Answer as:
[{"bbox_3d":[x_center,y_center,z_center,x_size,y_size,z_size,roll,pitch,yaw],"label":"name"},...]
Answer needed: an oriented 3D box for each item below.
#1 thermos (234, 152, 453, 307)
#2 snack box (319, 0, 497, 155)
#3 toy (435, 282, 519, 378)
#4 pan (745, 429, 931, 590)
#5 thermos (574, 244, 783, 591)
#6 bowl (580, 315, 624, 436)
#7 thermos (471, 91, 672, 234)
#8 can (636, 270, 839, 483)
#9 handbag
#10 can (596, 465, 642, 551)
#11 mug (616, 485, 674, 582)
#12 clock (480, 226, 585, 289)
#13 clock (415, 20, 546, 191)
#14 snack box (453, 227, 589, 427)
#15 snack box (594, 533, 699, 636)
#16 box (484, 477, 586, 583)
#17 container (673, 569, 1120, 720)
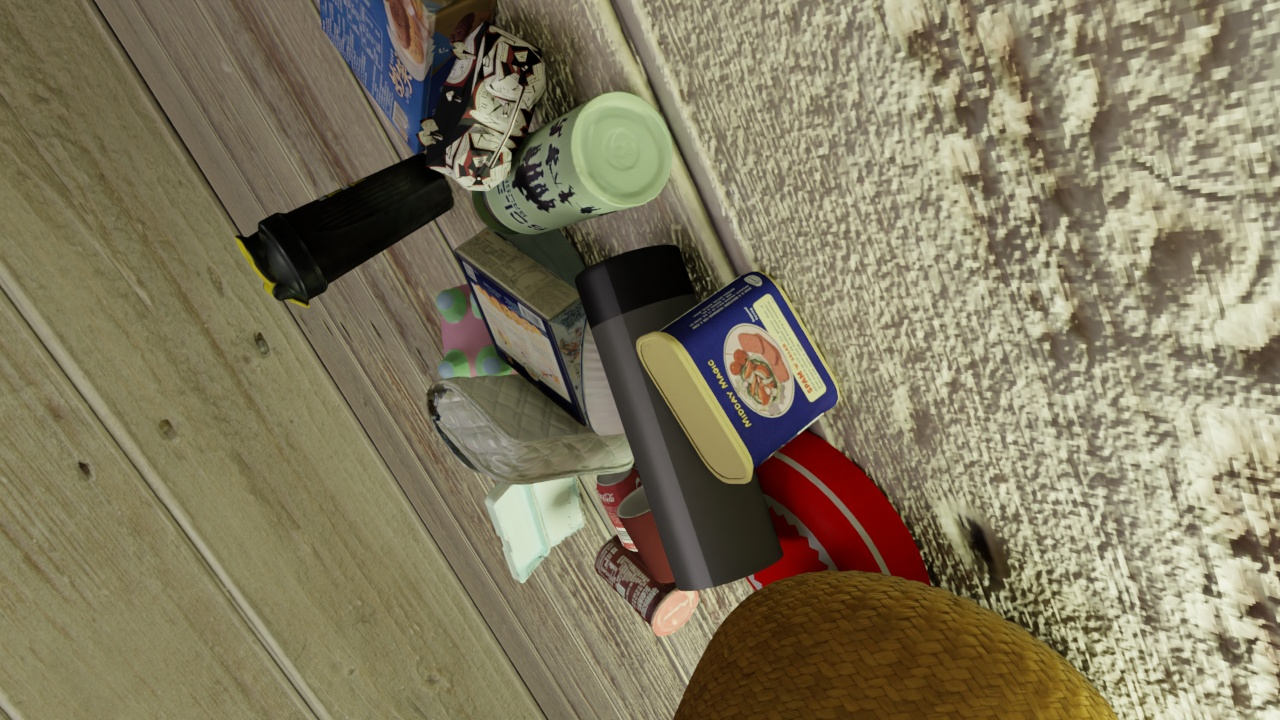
[{"bbox_3d":[-0.314,-0.144,0.995,0.098,0.220,0.098,43,154,27],"label":"thermos"},{"bbox_3d":[-0.200,-0.292,0.764,0.155,0.069,0.203,54,158,4],"label":"snack box"},{"bbox_3d":[-0.172,-0.010,1.055,0.171,0.120,0.222,7,-103,-81],"label":"toy"},{"bbox_3d":[0.162,0.210,0.757,0.209,0.067,0.356,14,131,57],"label":"pan"},{"bbox_3d":[0.027,0.040,0.676,0.082,0.082,0.240,-25,83,67],"label":"thermos"},{"bbox_3d":[-0.005,0.004,0.765,0.062,0.117,0.118,0,133,13],"label":"bowl"},{"bbox_3d":[-0.064,-0.143,0.699,0.082,0.082,0.232,62,157,-15],"label":"thermos"},{"bbox_3d":[0.068,0.009,0.618,0.116,0.092,0.057,58,157,-7],"label":"can"},{"bbox_3d":[-0.097,0.063,0.893,0.139,0.194,0.073,38,115,37],"label":"handbag"},{"bbox_3d":[-0.012,0.164,1.036,0.054,0.054,0.096,18,137,56],"label":"can"},{"bbox_3d":[0.018,0.175,0.962,0.106,0.073,0.082,-5,117,59],"label":"mug"},{"bbox_3d":[-0.104,-0.082,0.884,0.122,0.045,0.160,54,158,-9],"label":"clock"},{"bbox_3d":[-0.119,-0.185,0.670,0.065,0.115,0.154,19,-165,-27],"label":"clock"},{"bbox_3d":[-0.093,-0.029,0.826,0.144,0.042,0.145,35,155,35],"label":"snack box"},{"bbox_3d":[0.005,0.271,1.124,0.121,0.072,0.072,35,150,41],"label":"snack box"},{"bbox_3d":[-0.137,0.202,1.227,0.041,0.134,0.197,29,147,28],"label":"box"},{"bbox_3d":[0.158,0.283,0.600,0.307,0.196,0.308,21,141,18],"label":"container"}]
